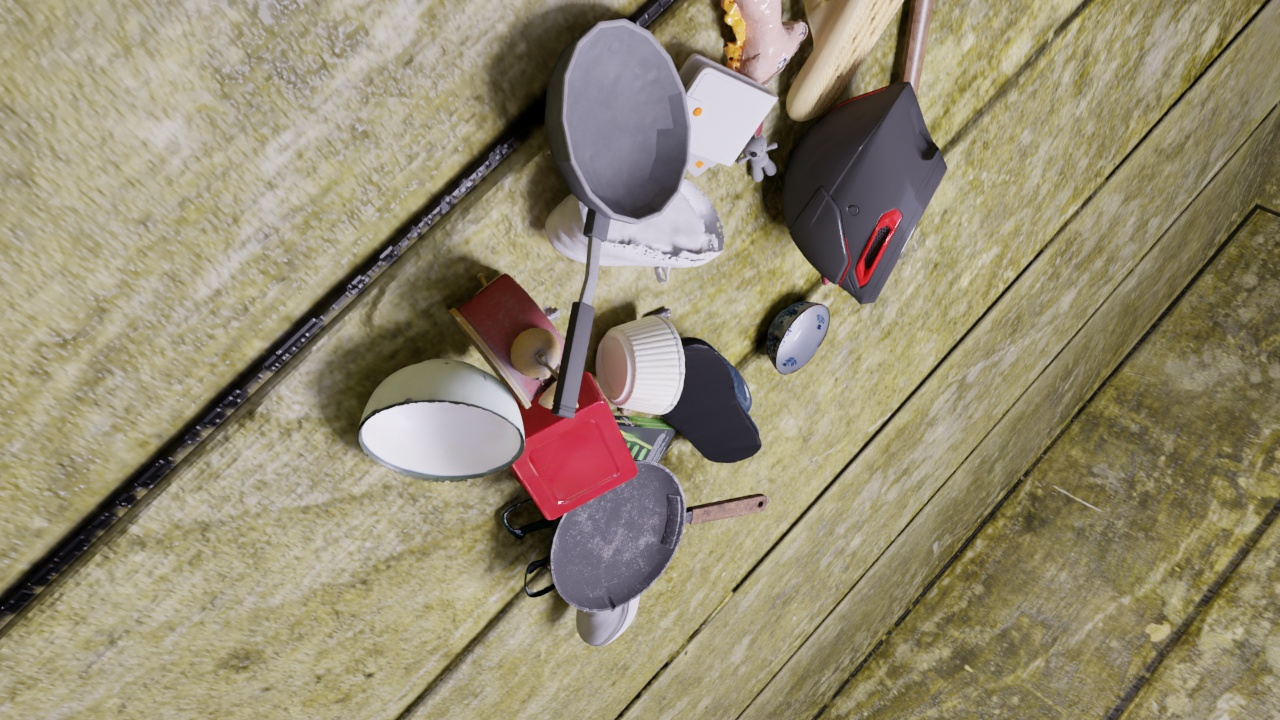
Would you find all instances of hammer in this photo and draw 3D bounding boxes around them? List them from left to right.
[{"bbox_3d":[0.344,-0.328,1.189,0.129,0.040,0.322,-34,140,-31],"label":"hammer"}]

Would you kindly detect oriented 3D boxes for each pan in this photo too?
[{"bbox_3d":[-0.039,-0.126,0.816,0.178,0.041,0.357,21,76,-49],"label":"pan"},{"bbox_3d":[0.030,0.207,1.185,0.356,0.040,0.208,-6,111,-37],"label":"pan"}]

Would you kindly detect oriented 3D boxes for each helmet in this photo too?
[{"bbox_3d":[0.257,-0.206,1.091,0.163,0.170,0.265,-48,163,-50],"label":"helmet"}]

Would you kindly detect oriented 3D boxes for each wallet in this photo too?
[{"bbox_3d":[0.065,-0.241,0.937,0.118,0.037,0.116,9,128,-40],"label":"wallet"}]

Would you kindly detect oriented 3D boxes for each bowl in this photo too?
[{"bbox_3d":[-0.185,0.050,0.869,0.153,0.072,0.154,-1,146,-1],"label":"bowl"},{"bbox_3d":[-0.006,0.006,1.043,0.062,0.115,0.115,-3,124,-30],"label":"bowl"},{"bbox_3d":[0.215,-0.040,1.305,0.114,0.045,0.114,-30,140,-29],"label":"bowl"}]

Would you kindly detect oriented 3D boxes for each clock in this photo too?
[{"bbox_3d":[-0.103,-0.016,0.860,0.081,0.159,0.117,-39,144,-9],"label":"clock"}]

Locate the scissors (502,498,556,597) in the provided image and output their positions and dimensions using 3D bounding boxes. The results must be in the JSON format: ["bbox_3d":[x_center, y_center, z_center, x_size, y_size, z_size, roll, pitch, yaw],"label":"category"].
[{"bbox_3d":[-0.072,0.225,1.152,0.209,0.015,0.142,-7,101,-26],"label":"scissors"}]

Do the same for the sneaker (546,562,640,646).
[{"bbox_3d":[-0.071,0.286,1.231,0.128,0.097,0.263,-10,121,-34],"label":"sneaker"}]

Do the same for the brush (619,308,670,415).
[{"bbox_3d":[0.002,0.004,1.128,0.038,0.012,0.151,-12,130,-44],"label":"brush"}]

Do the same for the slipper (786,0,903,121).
[{"bbox_3d":[0.218,-0.376,0.983,0.111,0.079,0.262,-26,157,-36],"label":"slipper"}]

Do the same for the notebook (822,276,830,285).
[{"bbox_3d":[0.294,-0.216,1.268,0.153,0.012,0.209,-42,144,-13],"label":"notebook"}]

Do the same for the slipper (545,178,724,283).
[{"bbox_3d":[0.004,-0.135,0.952,0.246,0.075,0.112,-8,96,-48],"label":"slipper"}]

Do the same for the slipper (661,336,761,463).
[{"bbox_3d":[0.083,0.039,1.206,0.109,0.083,0.265,-19,140,15],"label":"slipper"}]

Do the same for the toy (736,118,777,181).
[{"bbox_3d":[0.128,-0.242,1.035,0.049,0.030,0.112,-24,149,9],"label":"toy"}]

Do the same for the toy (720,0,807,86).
[{"bbox_3d":[0.077,-0.348,0.866,0.196,0.065,0.265,-31,149,-10],"label":"toy"}]

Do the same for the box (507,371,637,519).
[{"bbox_3d":[-0.088,0.090,1.020,0.134,0.112,0.157,-37,143,-13],"label":"box"}]

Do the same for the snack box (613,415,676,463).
[{"bbox_3d":[-0.022,0.113,1.187,0.147,0.025,0.080,9,114,-52],"label":"snack box"}]
